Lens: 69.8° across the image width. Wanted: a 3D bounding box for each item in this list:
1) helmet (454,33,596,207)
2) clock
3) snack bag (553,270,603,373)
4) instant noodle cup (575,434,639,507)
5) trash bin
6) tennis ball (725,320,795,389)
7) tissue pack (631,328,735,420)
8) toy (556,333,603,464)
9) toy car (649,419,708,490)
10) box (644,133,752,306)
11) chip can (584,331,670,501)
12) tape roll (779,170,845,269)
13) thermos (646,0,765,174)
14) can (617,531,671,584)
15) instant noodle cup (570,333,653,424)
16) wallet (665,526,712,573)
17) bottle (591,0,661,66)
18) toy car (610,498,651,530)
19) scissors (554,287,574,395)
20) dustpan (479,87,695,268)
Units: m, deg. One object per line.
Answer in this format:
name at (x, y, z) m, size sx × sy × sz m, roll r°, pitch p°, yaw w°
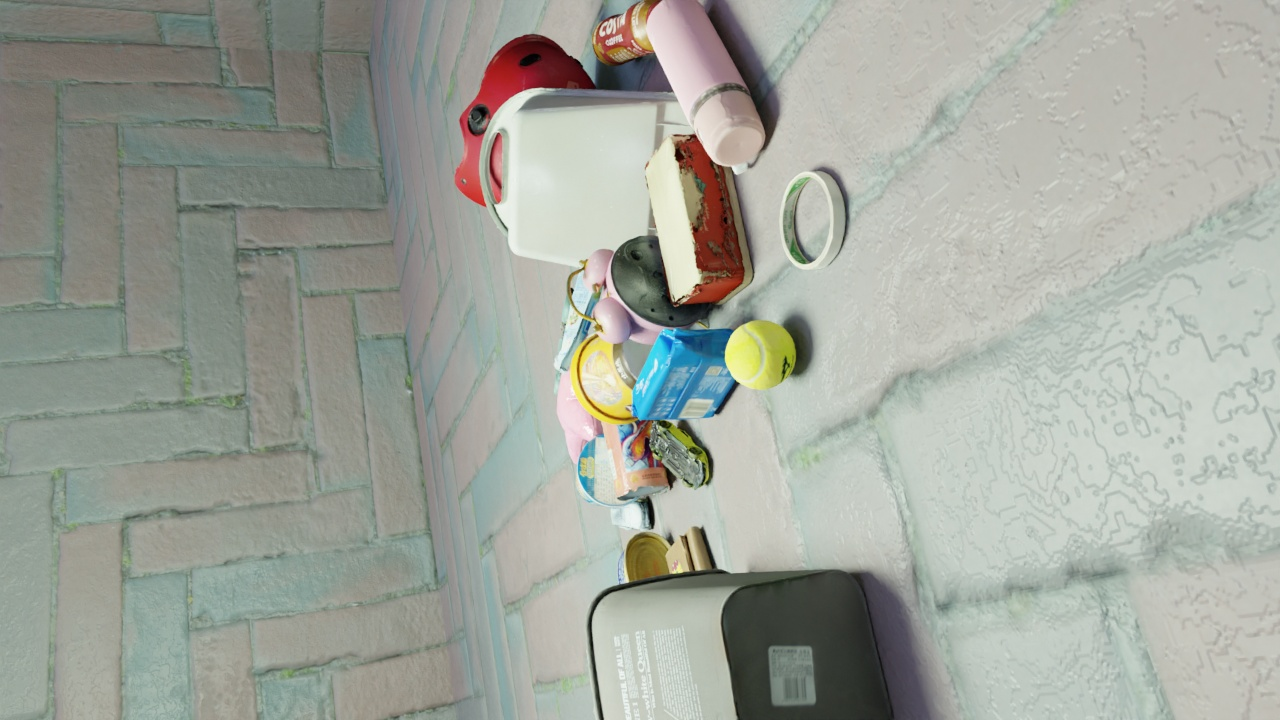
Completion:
helmet at (-0.123, -0.293, 1.219) m, size 0.144 × 0.206 × 0.240 m, roll 35°, pitch 122°, yaw 34°
clock at (-0.004, -0.073, 1.001) m, size 0.060 × 0.158 × 0.117 m, roll 127°, pitch 135°, yaw -54°
snack bag at (-0.079, -0.072, 1.239) m, size 0.110 × 0.039 × 0.191 m, roll 168°, pitch 119°, yaw -72°
instant noodle cup at (-0.045, 0.156, 1.238) m, size 0.110 × 0.099 × 0.099 m, roll 129°, pitch 133°, yaw -69°
trash bin at (0.085, 0.283, 0.828) m, size 0.220 × 0.198 × 0.199 m, roll -34°, pitch 63°, yaw 58°
tennis ball at (0.112, -0.005, 0.856) m, size 0.066 × 0.065 × 0.065 m, roll 175°, pitch 90°, yaw -68°
tissue pack at (0.051, 0.012, 0.970) m, size 0.158 × 0.095 × 0.052 m, roll 116°, pitch 149°, yaw -50°
toy at (-0.081, 0.066, 1.315) m, size 0.178 × 0.074 × 0.195 m, roll -107°, pitch 20°, yaw -54°
toy car at (0.048, 0.108, 1.075) m, size 0.105 × 0.032 × 0.048 m, roll 41°, pitch 132°, yaw 44°
box at (0.052, -0.147, 0.958) m, size 0.091 × 0.077 × 0.168 m, roll 141°, pitch 121°, yaw -64°
chip can at (-0.018, 0.068, 1.174) m, size 0.071 × 0.071 × 0.214 m, roll 134°, pitch 128°, yaw -61°
tape roll at (0.150, -0.123, 0.808) m, size 0.086 × 0.013 × 0.086 m, roll 175°, pitch 90°, yaw -67°
thermos at (0.068, -0.275, 0.925) m, size 0.087 × 0.067 × 0.198 m, roll 62°, pitch -174°, yaw -59°
can at (0.017, 0.288, 1.129) m, size 0.049 × 0.074 × 0.148 m, roll 113°, pitch 145°, yaw -53°
instant noodle cup at (-0.006, 0.006, 1.088) m, size 0.115 × 0.118 × 0.118 m, roll -31°, pitch 65°, yaw 56°
wallet at (0.063, 0.263, 1.071) m, size 0.090 × 0.033 × 0.115 m, roll 115°, pitch 147°, yaw -52°
bottle at (-0.002, -0.383, 1.067) m, size 0.175 × 0.057 × 0.057 m, roll -159°, pitch 67°, yaw -65°
toy car at (-0.013, 0.208, 1.238) m, size 0.091 × 0.034 × 0.043 m, roll 161°, pitch 107°, yaw -65°
scissors at (-0.113, -0.042, 1.386) m, size 0.180 × 0.019 × 0.170 m, roll 105°, pitch 171°, yaw -58°
dustpan at (-0.073, -0.217, 1.099) m, size 0.142 × 0.258 × 0.223 m, roll -92°, pitch 6°, yaw -70°
